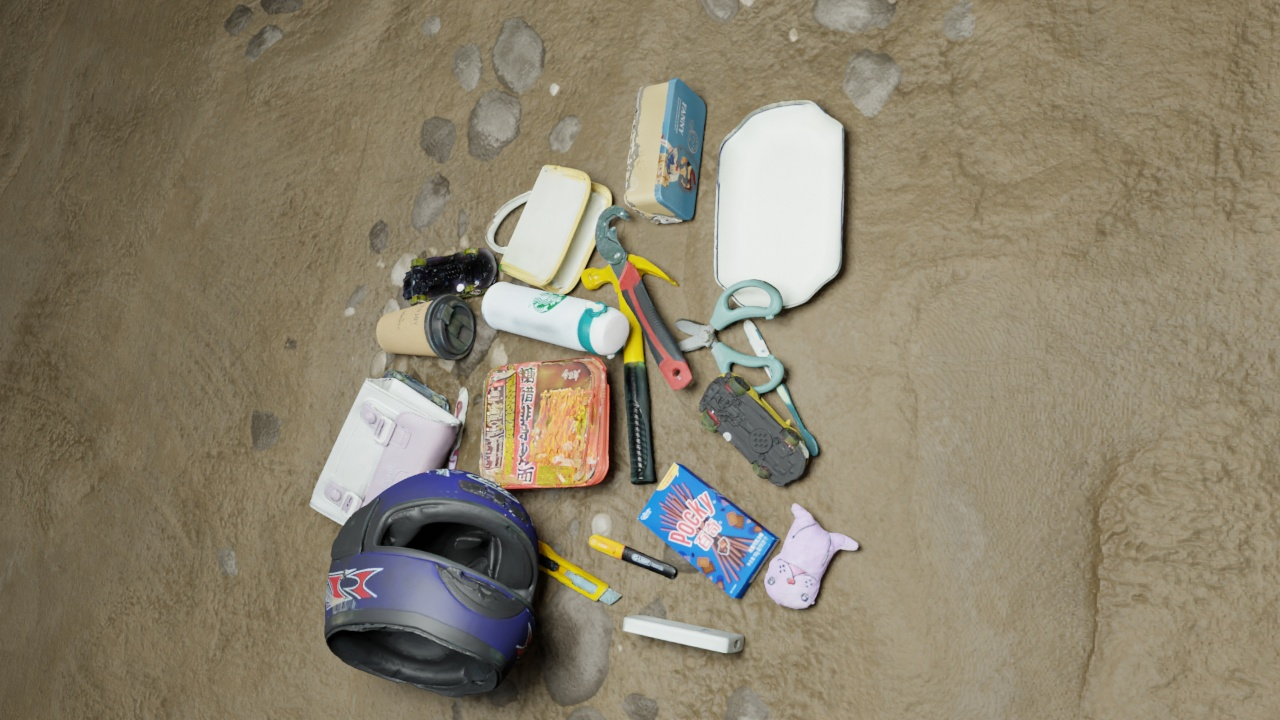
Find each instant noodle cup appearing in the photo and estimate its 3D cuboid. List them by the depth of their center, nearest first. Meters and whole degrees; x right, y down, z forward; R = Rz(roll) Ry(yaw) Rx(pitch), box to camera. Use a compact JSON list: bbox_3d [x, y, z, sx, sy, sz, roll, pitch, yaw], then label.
[{"bbox_3d":[-0.112,0.084,1.177,0.189,0.079,0.164,-5,76,27],"label":"instant noodle cup"}]

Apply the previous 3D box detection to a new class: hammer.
[{"bbox_3d":[-0.007,0.007,1.168,0.129,0.032,0.300,-12,73,25],"label":"hammer"}]

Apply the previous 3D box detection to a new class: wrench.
[{"bbox_3d":[0.000,-0.081,1.157,0.056,0.016,0.273,-31,65,19],"label":"wrench"}]

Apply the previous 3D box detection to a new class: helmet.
[{"bbox_3d":[-0.232,0.248,1.089,0.316,0.247,0.239,-32,34,50],"label":"helmet"}]

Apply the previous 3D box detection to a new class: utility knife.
[{"bbox_3d":[-0.097,0.265,1.162,0.174,0.015,0.033,22,92,29],"label":"utility knife"}]

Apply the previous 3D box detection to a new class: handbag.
[{"bbox_3d":[-0.346,0.141,1.257,0.145,0.098,0.197,27,98,10],"label":"handbag"},{"bbox_3d":[-0.136,-0.186,1.268,0.179,0.063,0.163,24,90,38],"label":"handbag"}]

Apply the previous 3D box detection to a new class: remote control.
[{"bbox_3d":[0.048,0.314,1.055,0.135,0.056,0.019,3,80,27],"label":"remote control"}]

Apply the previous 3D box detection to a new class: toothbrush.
[{"bbox_3d":[0.166,0.030,1.086,0.016,0.018,0.191,-35,63,22],"label":"toothbrush"},{"bbox_3d":[-0.263,0.129,1.277,0.016,0.017,0.187,4,81,27],"label":"toothbrush"}]

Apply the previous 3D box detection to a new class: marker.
[{"bbox_3d":[-0.010,0.240,1.125,0.124,0.015,0.018,16,90,27],"label":"marker"}]

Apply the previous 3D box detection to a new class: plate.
[{"bbox_3d":[0.172,-0.187,1.121,0.162,0.034,0.265,-3,77,27],"label":"plate"}]

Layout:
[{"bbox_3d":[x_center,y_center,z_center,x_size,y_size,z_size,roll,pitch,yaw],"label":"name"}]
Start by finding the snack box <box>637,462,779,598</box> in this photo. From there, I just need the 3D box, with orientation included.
[{"bbox_3d":[0.078,0.198,1.083,0.157,0.026,0.084,35,96,29],"label":"snack box"}]

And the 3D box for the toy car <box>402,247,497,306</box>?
[{"bbox_3d":[-0.275,-0.118,1.327,0.158,0.042,0.070,-9,74,19],"label":"toy car"}]

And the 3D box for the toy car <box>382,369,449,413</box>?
[{"bbox_3d":[-0.324,0.058,1.316,0.121,0.036,0.054,28,96,19],"label":"toy car"}]

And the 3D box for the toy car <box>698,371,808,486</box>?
[{"bbox_3d":[0.133,0.081,1.070,0.156,0.041,0.071,45,115,20],"label":"toy car"}]

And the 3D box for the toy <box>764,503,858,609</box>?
[{"bbox_3d":[0.182,0.226,1.018,0.084,0.039,0.108,29,91,20],"label":"toy"}]

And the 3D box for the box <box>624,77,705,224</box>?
[{"bbox_3d":[0.033,-0.273,1.181,0.062,0.089,0.184,3,81,34],"label":"box"}]

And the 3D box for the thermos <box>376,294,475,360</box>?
[{"bbox_3d":[-0.305,-0.044,1.303,0.143,0.093,0.093,-3,77,34],"label":"thermos"}]

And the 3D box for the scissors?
[{"bbox_3d":[0.108,-0.044,1.105,0.177,0.019,0.170,27,113,37],"label":"scissors"}]

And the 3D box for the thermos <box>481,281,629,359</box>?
[{"bbox_3d":[-0.111,-0.056,1.188,0.224,0.073,0.073,14,85,40],"label":"thermos"}]
